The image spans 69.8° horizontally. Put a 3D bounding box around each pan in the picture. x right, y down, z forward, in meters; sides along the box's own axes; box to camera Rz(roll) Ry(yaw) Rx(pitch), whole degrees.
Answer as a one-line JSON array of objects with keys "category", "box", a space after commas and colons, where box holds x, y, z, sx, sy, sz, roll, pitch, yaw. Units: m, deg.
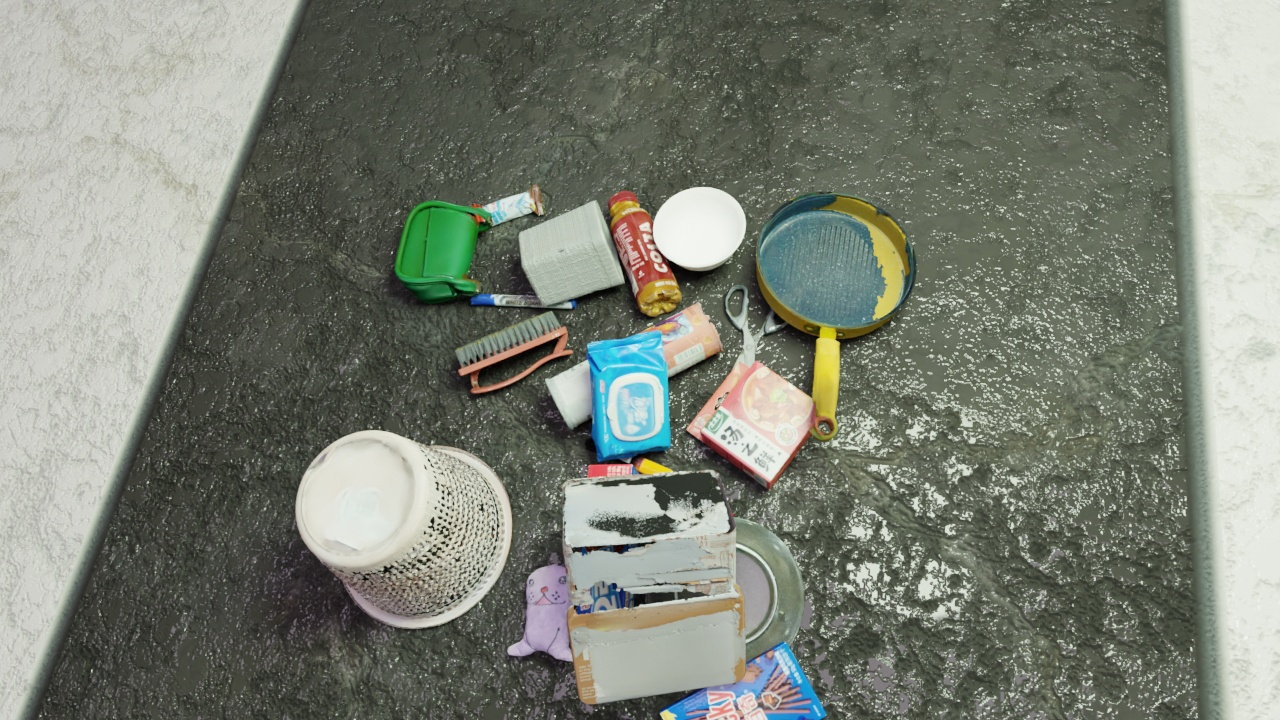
[{"category": "pan", "box": [0.227, -0.057, 1.093, 0.198, 0.078, 0.356, 10, 64, 3]}]

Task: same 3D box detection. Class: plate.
[{"category": "plate", "box": [0.094, 0.261, 1.024, 0.179, 0.024, 0.179, -1, 71, 3]}]

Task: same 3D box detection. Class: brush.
[{"category": "brush", "box": [-0.161, -0.010, 1.183, 0.146, 0.063, 0.069, -22, 96, -2]}]

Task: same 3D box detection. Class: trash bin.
[{"category": "trash bin", "box": [-0.281, 0.179, 1.048, 0.227, 0.192, 0.227, -4, 67, 9]}]

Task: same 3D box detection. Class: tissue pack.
[{"category": "tissue pack", "box": [-0.012, 0.044, 1.082, 0.095, 0.157, 0.052, -8, 22, -12]}]

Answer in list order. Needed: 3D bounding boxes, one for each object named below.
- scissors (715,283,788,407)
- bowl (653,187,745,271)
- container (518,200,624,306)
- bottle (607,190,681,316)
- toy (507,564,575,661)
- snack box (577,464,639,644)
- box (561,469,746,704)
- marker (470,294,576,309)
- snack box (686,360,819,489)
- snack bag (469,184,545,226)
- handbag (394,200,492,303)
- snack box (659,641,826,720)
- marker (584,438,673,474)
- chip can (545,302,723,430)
[{"category": "scissors", "box": [0.139, -0.023, 1.155, 0.170, 0.014, 0.159, -30, 65, -2]}, {"category": "bowl", "box": [0.080, -0.158, 1.196, 0.118, 0.065, 0.118, -4, 66, 9]}, {"category": "container", "box": [-0.092, -0.136, 1.197, 0.114, 0.090, 0.090, -19, 43, 5]}, {"category": "bottle", "box": [0.000, -0.144, 1.208, 0.057, 0.057, 0.174, -20, 65, 1]}, {"category": "toy", "box": [-0.108, 0.288, 1.053, 0.084, 0.039, 0.107, -4, 67, 18]}, {"category": "snack box", "box": [-0.034, 0.225, 1.057, 0.058, 0.057, 0.207, -2, 67, 12]}, {"category": "box", "box": [0.013, 0.240, 0.971, 0.183, 0.193, 0.156, -4, 25, -3]}, {"category": "marker", "box": [-0.157, -0.080, 1.232, 0.146, 0.017, 0.016, 3, 68, 12]}, {"category": "snack box", "box": [0.136, 0.070, 1.094, 0.127, 0.044, 0.113, 35, 79, 18]}, {"category": "snack bag", "box": [-0.188, -0.213, 1.289, 0.104, 0.026, 0.048, -14, 80, 6]}, {"category": "handbag", "box": [-0.264, -0.145, 1.247, 0.120, 0.068, 0.131, 4, 69, 16]}, {"category": "snack box", "box": [0.108, 0.375, 0.975, 0.157, 0.026, 0.084, -29, 77, -2]}, {"category": "marker", "box": [-0.014, 0.122, 1.121, 0.124, 0.015, 0.018, 21, 71, 21]}, {"category": "chip can", "box": [-0.007, 0.007, 1.138, 0.214, 0.071, 0.071, -27, 65, -3]}]
